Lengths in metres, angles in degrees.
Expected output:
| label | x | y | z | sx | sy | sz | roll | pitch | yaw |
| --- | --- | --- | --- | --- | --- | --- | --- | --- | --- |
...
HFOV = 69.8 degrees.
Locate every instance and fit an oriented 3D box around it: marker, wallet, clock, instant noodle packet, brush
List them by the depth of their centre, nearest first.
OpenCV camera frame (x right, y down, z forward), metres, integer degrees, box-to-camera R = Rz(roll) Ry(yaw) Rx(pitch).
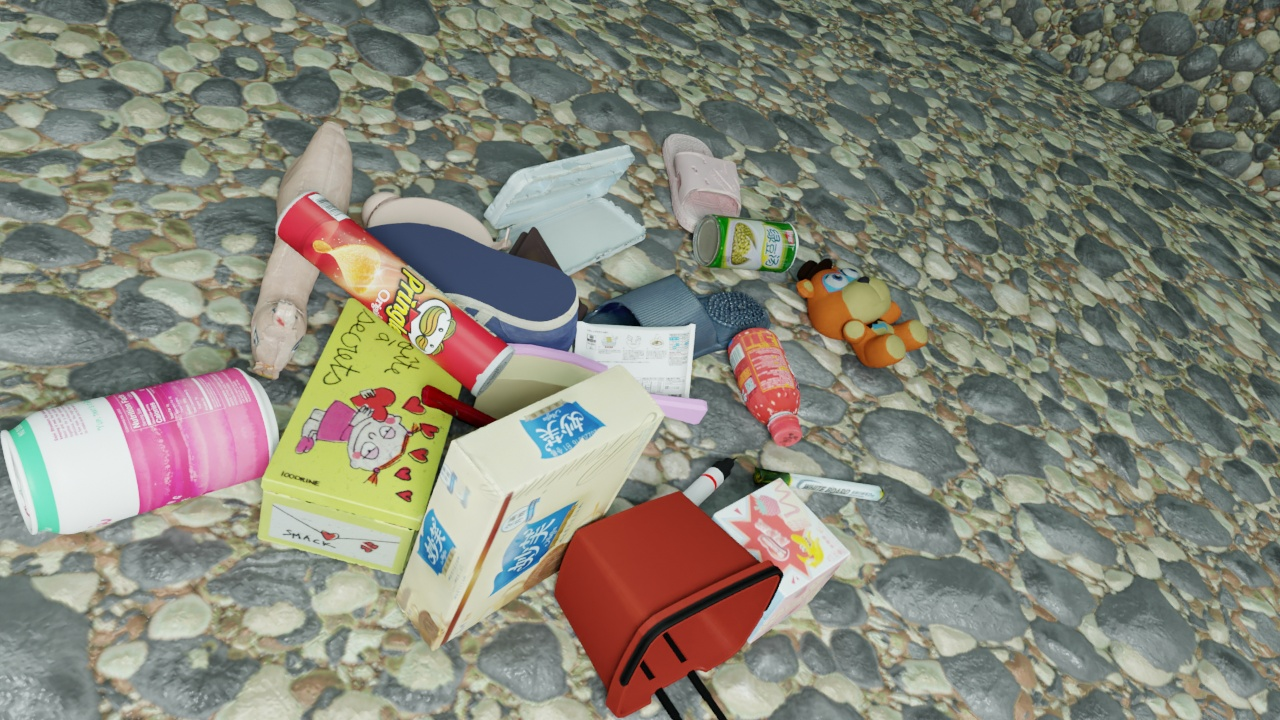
| label | x | y | z | sx | sy | sz | roll | pitch | yaw |
| --- | --- | --- | --- | --- | --- | --- | --- | --- | --- |
| brush | -0.044 | 0.040 | 0.859 | 0.228 | 0.089 | 0.043 | 12 | 47 | -16 |
| marker | 0.053 | 0.127 | 0.869 | 0.019 | 0.019 | 0.145 | 39 | 42 | 15 |
| instant noodle packet | -0.006 | 0.006 | 0.927 | 0.134 | 0.087 | 0.026 | 0 | 10 | -28 |
| marker | 0.183 | 0.127 | 0.939 | 0.146 | 0.017 | 0.017 | 10 | 42 | -18 |
| clock | -0.220 | -0.120 | 0.952 | 0.160 | 0.086 | 0.130 | 13 | 41 | -5 |
| wallet | -0.098 | -0.072 | 0.961 | 0.115 | 0.018 | 0.091 | 55 | 31 | -26 |

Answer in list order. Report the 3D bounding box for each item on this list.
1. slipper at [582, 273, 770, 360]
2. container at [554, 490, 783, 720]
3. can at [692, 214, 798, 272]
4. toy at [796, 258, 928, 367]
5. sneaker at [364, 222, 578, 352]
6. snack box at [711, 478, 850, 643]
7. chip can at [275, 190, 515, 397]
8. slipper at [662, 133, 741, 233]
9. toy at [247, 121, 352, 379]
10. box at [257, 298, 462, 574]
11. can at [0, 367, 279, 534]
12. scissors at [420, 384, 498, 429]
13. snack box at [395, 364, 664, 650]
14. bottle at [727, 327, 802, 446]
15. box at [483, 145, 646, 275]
| label | x | y | z | sx | sy | sz | roll | pitch | yaw |
| --- | --- | --- | --- | --- | --- | --- | --- | --- | --- |
| slipper | 0.049 | -0.055 | 1.017 | 0.263 | 0.083 | 0.101 | -12 | 50 | -37 |
| container | 0.039 | 0.212 | 0.698 | 0.147 | 0.127 | 0.201 | -15 | 48 | -38 |
| can | 0.135 | -0.149 | 1.172 | 0.120 | 0.067 | 0.067 | 1 | 46 | -26 |
| toy | 0.264 | -0.059 | 1.131 | 0.176 | 0.096 | 0.111 | 34 | 40 | 28 |
| sneaker | -0.166 | -0.050 | 0.884 | 0.233 | 0.119 | 0.091 | 12 | 59 | 10 |
| snack box | 0.109 | 0.173 | 0.802 | 0.094 | 0.080 | 0.093 | -20 | 57 | -40 |
| chip can | -0.204 | -0.056 | 0.767 | 0.214 | 0.052 | 0.051 | 39 | 41 | 0 |
| slipper | 0.088 | -0.256 | 1.267 | 0.094 | 0.065 | 0.239 | 9 | 41 | -19 |
| toy | -0.323 | -0.096 | 0.867 | 0.065 | 0.197 | 0.263 | 14 | 66 | -21 |
| box | -0.219 | 0.054 | 0.761 | 0.124 | 0.083 | 0.220 | 18 | 42 | -9 |
| can | -0.359 | 0.064 | 0.670 | 0.165 | 0.088 | 0.088 | -17 | 55 | -39 |
| scissors | -0.113 | 0.082 | 0.762 | 0.196 | 0.015 | 0.178 | 48 | 30 | -24 |
| snack box | -0.085 | 0.110 | 0.672 | 0.152 | 0.208 | 0.055 | -25 | 63 | -42 |
| bottle | 0.139 | 0.031 | 0.985 | 0.062 | 0.062 | 0.137 | 6 | 45 | -22 |
| box | -0.074 | -0.188 | 1.079 | 0.130 | 0.106 | 0.210 | 41 | 43 | 13 |
